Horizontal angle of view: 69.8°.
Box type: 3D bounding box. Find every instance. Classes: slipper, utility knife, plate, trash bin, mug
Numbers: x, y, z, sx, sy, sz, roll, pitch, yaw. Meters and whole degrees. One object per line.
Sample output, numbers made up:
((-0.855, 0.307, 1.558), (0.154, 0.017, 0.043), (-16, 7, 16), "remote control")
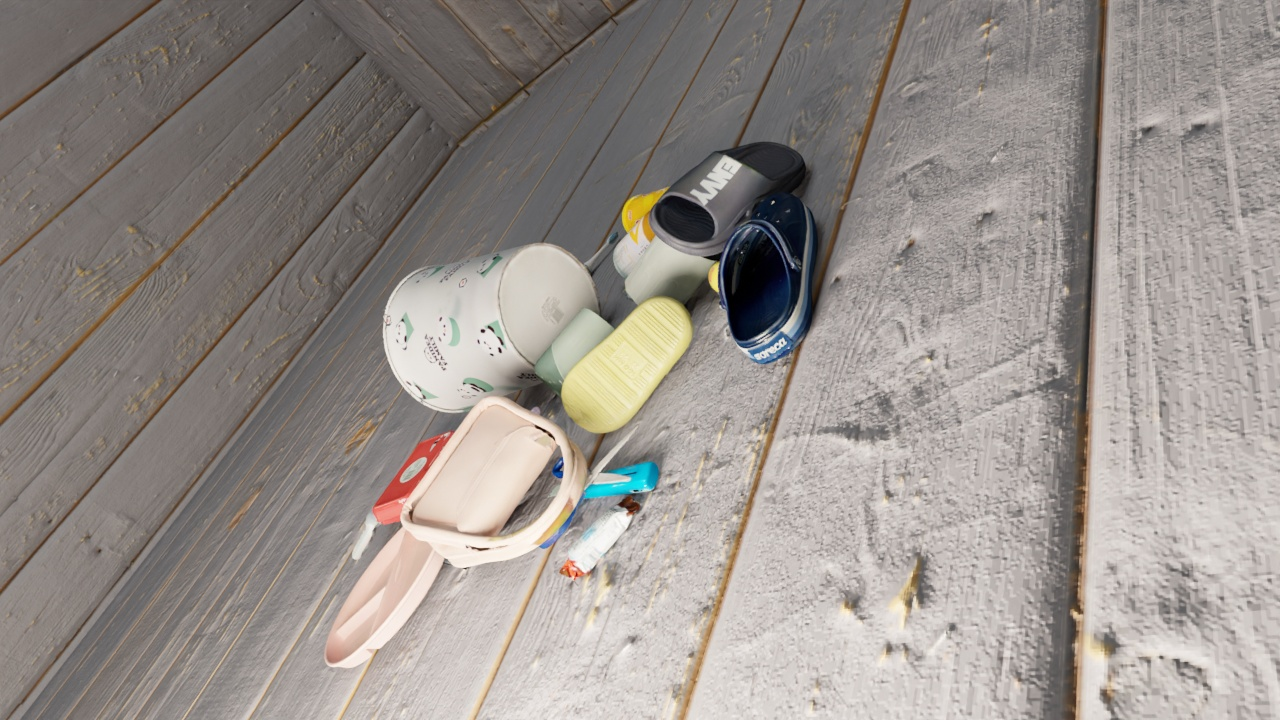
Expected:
((-0.006, 0.006, 1.071), (0.191, 0.091, 0.081), (-47, -15, 17), "slipper")
((-0.045, 0.134, 0.988), (0.192, 0.018, 0.034), (-18, 36, 50), "utility knife")
((0.110, -0.220, 1.107), (0.111, 0.083, 0.267), (32, 50, 25), "slipper")
((-0.315, 0.287, 1.160), (0.230, 0.028, 0.229), (-43, 20, 19), "plate")
((-0.206, -0.053, 1.319), (0.253, 0.229, 0.228), (-12, 40, 45), "trash bin")
((0.127, -0.099, 0.985), (0.105, 0.095, 0.252), (-28, 32, 30), "slipper")
((-0.067, 0.004, 1.171), (0.112, 0.082, 0.106), (34, 79, 35), "mug")
((0.049, -0.120, 1.155), (0.104, 0.083, 0.123), (-52, -10, 30), "mug")

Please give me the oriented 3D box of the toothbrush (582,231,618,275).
((-0.108, -0.129, 1.508), (0.220, 0.027, 0.026), (-50, 2, -10), "toothbrush")

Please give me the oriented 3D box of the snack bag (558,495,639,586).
((-0.040, 0.175, 0.902), (0.105, 0.026, 0.045), (-48, 14, -7), "snack bag")

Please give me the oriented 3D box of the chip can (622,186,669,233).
((0.057, -0.218, 1.321), (0.072, 0.072, 0.214), (-55, 26, -20), "chip can")

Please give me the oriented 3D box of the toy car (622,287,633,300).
((0.023, -0.114, 1.242), (0.106, 0.031, 0.048), (-38, -15, 28), "toy car")

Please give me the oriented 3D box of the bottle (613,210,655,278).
((0.029, -0.174, 1.250), (0.190, 0.068, 0.067), (-39, 20, 52), "bottle")

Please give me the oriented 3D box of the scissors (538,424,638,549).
((-0.061, 0.132, 0.983), (0.162, 0.012, 0.176), (-57, 24, -12), "scissors")

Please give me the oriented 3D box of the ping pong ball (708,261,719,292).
((0.101, -0.100, 1.091), (0.040, 0.040, 0.040), (-37, 25, 20), "ping pong ball")

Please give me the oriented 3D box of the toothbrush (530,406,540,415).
((-0.202, 0.134, 1.248), (0.189, 0.029, 0.021), (-48, -14, -8), "toothbrush")

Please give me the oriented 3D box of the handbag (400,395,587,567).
((-0.147, 0.142, 1.026), (0.235, 0.093, 0.193), (1, 54, 52), "handbag")

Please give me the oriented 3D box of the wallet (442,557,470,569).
((-0.204, 0.203, 1.143), (0.097, 0.019, 0.120), (-9, 44, 58), "wallet")

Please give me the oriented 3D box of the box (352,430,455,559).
((-0.344, 0.188, 1.335), (0.161, 0.060, 0.200), (-38, 14, 21), "box")
